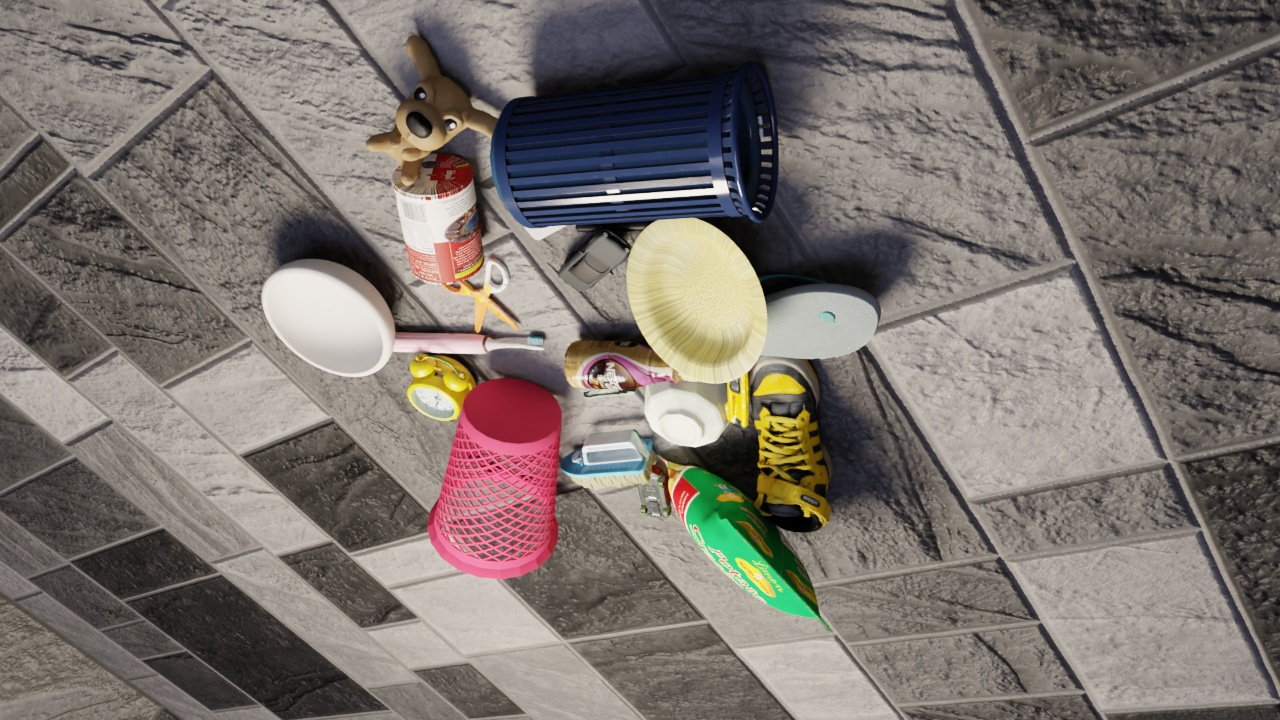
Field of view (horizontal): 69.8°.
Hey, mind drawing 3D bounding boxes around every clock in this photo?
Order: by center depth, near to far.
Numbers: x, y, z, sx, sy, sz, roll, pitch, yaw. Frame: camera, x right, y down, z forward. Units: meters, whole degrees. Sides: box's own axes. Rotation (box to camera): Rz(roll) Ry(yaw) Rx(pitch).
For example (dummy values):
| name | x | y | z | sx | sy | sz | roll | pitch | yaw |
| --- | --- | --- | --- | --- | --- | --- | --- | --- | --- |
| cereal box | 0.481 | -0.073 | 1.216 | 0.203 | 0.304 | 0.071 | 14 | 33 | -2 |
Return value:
| name | x | y | z | sx | sy | sz | roll | pitch | yaw |
| --- | --- | --- | --- | --- | --- | --- | --- | --- | --- |
| clock | -0.265 | 0.029 | 1.220 | 0.083 | 0.057 | 0.119 | 20 | 141 | 4 |

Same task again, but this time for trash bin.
| name | x | y | z | sx | sy | sz | roll | pitch | yaw |
| --- | --- | --- | --- | --- | --- | --- | --- | --- | --- |
| trash bin | -0.009 | -0.194 | 0.863 | 0.250 | 0.139 | 0.139 | 0 | 131 | 23 |

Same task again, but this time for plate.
| name | x | y | z | sx | sy | sz | roll | pitch | yaw |
| --- | --- | --- | --- | --- | --- | --- | --- | --- | --- |
| plate | 0.067 | -0.068 | 0.972 | 0.184 | 0.036 | 0.185 | 23 | 127 | 34 |

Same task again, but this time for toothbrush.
| name | x | y | z | sx | sy | sz | roll | pitch | yaw |
| --- | --- | --- | --- | --- | --- | --- | --- | --- | --- |
| toothbrush | -0.225 | -0.022 | 1.182 | 0.223 | 0.027 | 0.026 | 1 | 98 | 19 |

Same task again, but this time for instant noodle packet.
| name | x | y | z | sx | sy | sz | roll | pitch | yaw |
| --- | --- | --- | --- | --- | --- | --- | --- | --- | --- |
| instant noodle packet | 0.124 | 0.223 | 1.159 | 0.090 | 0.253 | 0.195 | -44 | 113 | -4 |

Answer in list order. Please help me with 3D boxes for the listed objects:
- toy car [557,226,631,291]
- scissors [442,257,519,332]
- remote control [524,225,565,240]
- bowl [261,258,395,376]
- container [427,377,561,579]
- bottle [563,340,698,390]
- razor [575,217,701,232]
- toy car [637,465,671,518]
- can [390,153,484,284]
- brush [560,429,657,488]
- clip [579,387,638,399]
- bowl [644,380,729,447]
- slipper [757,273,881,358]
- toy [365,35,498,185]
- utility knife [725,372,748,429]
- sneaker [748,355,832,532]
| name | x | y | z | sx | sy | sz | roll | pitch | yaw |
| --- | --- | --- | --- | --- | --- | --- | --- | --- | --- |
| toy car | -0.053 | -0.109 | 1.016 | 0.046 | 0.034 | 0.112 | 34 | 147 | -17 |
| scissors | -0.192 | -0.082 | 1.123 | 0.125 | 0.011 | 0.128 | 42 | 132 | -17 |
| remote control | -0.076 | -0.167 | 0.998 | 0.131 | 0.012 | 0.033 | -22 | 120 | 35 |
| bowl | -0.389 | -0.065 | 1.177 | 0.177 | 0.066 | 0.177 | 11 | 134 | 12 |
| container | -0.184 | 0.148 | 1.233 | 0.183 | 0.182 | 0.226 | 18 | 127 | 5 |
| bottle | -0.007 | 0.006 | 1.097 | 0.166 | 0.059 | 0.060 | 2 | 131 | 21 |
| razor | -0.004 | -0.146 | 0.983 | 0.144 | 0.022 | 0.043 | -2 | 129 | 23 |
| toy car | 0.020 | 0.180 | 1.263 | 0.042 | 0.036 | 0.091 | 3 | 132 | 20 |
| can | -0.221 | -0.156 | 1.014 | 0.087 | 0.086 | 0.117 | 11 | 134 | 12 |
| brush | -0.051 | 0.130 | 1.231 | 0.136 | 0.055 | 0.075 | -9 | 132 | 28 |
| clip | -0.037 | 0.037 | 1.166 | 0.078 | 0.023 | 0.050 | -24 | 118 | 34 |
| bowl | 0.055 | 0.064 | 1.127 | 0.117 | 0.061 | 0.118 | 11 | 135 | 11 |
| slipper | 0.144 | -0.047 | 1.007 | 0.269 | 0.054 | 0.098 | -5 | 132 | 39 |
| toy | -0.220 | -0.241 | 0.936 | 0.108 | 0.105 | 0.134 | -37 | 107 | 29 |
| utility knife | 0.109 | 0.012 | 1.044 | 0.030 | 0.017 | 0.191 | 18 | 136 | 24 |
| sneaker | 0.172 | 0.106 | 1.077 | 0.086 | 0.121 | 0.239 | -5 | 130 | 23 |
